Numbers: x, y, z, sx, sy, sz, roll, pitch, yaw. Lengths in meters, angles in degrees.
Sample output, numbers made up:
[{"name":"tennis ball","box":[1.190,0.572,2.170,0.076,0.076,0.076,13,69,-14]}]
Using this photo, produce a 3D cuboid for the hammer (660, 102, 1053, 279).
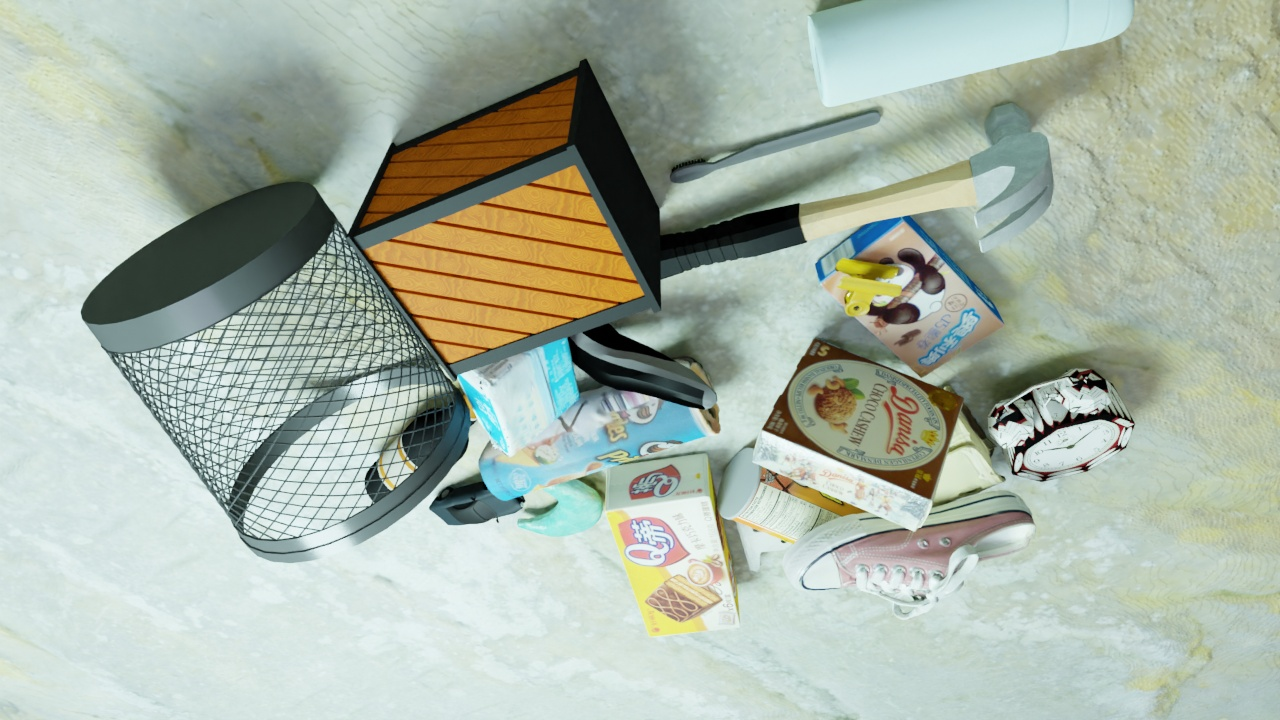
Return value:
[{"name":"hammer","box":[0.141,-0.110,0.710,0.329,0.130,0.039,-11,129,21]}]

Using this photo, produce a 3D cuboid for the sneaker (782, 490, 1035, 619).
[{"name":"sneaker","box":[0.259,0.192,0.865,0.241,0.087,0.118,-13,134,3]}]

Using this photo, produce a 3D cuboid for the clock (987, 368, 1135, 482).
[{"name":"clock","box":[0.383,0.050,0.853,0.115,0.065,0.154,-29,139,23]}]

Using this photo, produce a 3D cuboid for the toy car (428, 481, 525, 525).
[{"name":"toy car","box":[-0.172,0.151,0.960,0.112,0.034,0.046,-17,129,33]}]

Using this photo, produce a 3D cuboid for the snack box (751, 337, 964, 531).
[{"name":"snack box","box":[0.189,0.058,0.786,0.147,0.142,0.041,23,132,15]}]

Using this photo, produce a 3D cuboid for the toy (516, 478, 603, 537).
[{"name":"toy","box":[-0.082,0.154,0.969,0.085,0.033,0.105,8,138,-12]}]

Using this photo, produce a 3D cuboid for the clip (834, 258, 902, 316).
[{"name":"clip","box":[0.183,-0.056,0.749,0.054,0.044,0.049,8,104,-6]}]

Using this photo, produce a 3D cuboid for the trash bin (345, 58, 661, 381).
[{"name":"trash bin","box":[-0.091,-0.103,0.688,0.172,0.139,0.140,-18,127,15]}]

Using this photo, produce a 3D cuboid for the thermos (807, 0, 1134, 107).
[{"name":"thermos","box":[0.223,-0.229,0.626,0.207,0.065,0.078,-11,152,10]}]

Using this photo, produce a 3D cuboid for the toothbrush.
[{"name":"toothbrush","box":[0.103,-0.167,0.715,0.167,0.013,0.013,-14,128,11]}]

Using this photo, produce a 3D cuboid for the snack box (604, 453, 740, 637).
[{"name":"snack box","box":[0.038,0.206,0.995,0.110,0.061,0.230,-8,130,8]}]

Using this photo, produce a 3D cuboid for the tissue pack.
[{"name":"tissue pack","box":[-0.106,0.016,0.791,0.062,0.092,0.145,36,155,27]}]

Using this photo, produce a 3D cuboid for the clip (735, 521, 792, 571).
[{"name":"clip","box":[0.137,0.185,1.011,0.058,0.050,0.102,-15,129,4]}]

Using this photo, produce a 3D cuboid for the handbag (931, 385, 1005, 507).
[{"name":"handbag","box":[0.279,0.098,0.888,0.119,0.081,0.111,-31,128,23]}]

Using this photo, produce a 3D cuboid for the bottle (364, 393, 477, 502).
[{"name":"bottle","box":[-0.200,0.079,0.894,0.059,0.059,0.182,33,123,-24]}]

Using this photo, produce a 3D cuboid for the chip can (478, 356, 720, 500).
[{"name":"chip can","box":[-0.042,0.066,0.872,0.230,0.079,0.080,-20,127,17]}]

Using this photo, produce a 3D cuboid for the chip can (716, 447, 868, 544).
[{"name":"chip can","box":[0.189,0.163,0.947,0.215,0.075,0.075,24,126,-18]}]

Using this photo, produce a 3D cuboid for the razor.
[{"name":"razor","box":[-0.005,0.005,0.799,0.156,0.060,0.057,33,170,19]}]

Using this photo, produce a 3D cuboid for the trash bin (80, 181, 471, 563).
[{"name":"trash bin","box":[-0.286,0.004,0.740,0.218,0.217,0.227,-15,124,13]}]

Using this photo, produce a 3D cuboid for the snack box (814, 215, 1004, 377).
[{"name":"snack box","box":[0.231,-0.057,0.790,0.151,0.034,0.087,37,121,-26]}]
